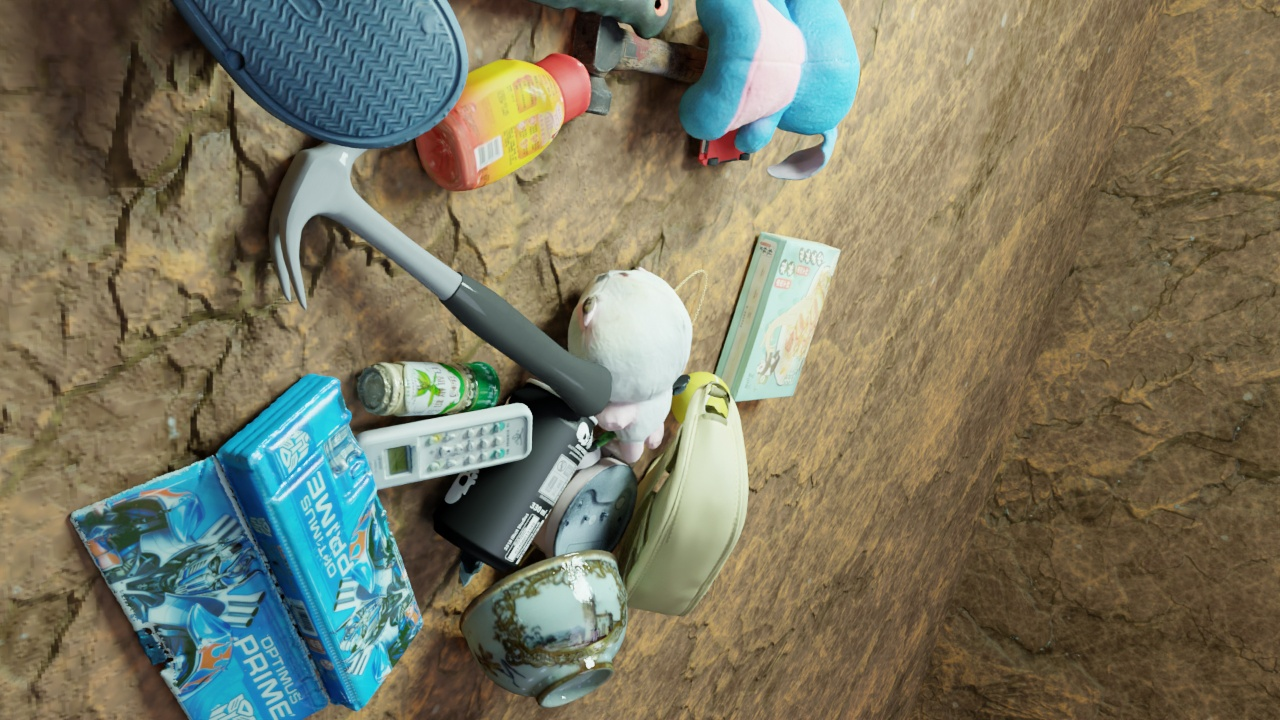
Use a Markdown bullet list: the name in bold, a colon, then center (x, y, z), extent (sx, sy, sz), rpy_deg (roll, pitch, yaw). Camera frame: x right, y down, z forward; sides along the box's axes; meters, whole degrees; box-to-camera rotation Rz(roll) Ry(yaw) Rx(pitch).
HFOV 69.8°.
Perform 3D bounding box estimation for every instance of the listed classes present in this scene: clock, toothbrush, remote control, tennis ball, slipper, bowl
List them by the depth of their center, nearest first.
- **slipper**: center (-0.178, -0.190, 0.437), extent (0.104, 0.059, 0.213), rpy_deg (-44, 115, 1)
- **remote control**: center (-0.147, 0.062, 0.689), extent (0.133, 0.022, 0.050), rpy_deg (-10, 127, -22)
- **bowl**: center (-0.075, 0.255, 0.835), extent (0.159, 0.094, 0.160), rpy_deg (-21, 148, -14)
- **clock**: center (-0.055, 0.124, 0.874), extent (0.116, 0.059, 0.158), rpy_deg (7, 105, -58)
- **toothbrush**: center (0.001, 0.052, 0.891), extent (0.187, 0.014, 0.017), rpy_deg (-33, 142, -51)
- **tennis ball**: center (0.065, 0.045, 0.989), extent (0.065, 0.065, 0.065), rpy_deg (-34, 136, -40)

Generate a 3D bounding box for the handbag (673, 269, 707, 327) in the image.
- **handbag**: center (0.024, -0.016, 0.927), extent (0.177, 0.027, 0.084), rpy_deg (-58, 149, -16)

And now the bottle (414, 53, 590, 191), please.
- **bottle**: center (-0.091, -0.170, 0.634), extent (0.133, 0.048, 0.072), rpy_deg (-39, 140, -35)

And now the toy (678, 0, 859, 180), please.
- **toy**: center (0.117, -0.269, 0.792), extent (0.191, 0.099, 0.224), rpy_deg (-11, 108, -41)

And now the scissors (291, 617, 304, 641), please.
- **scissors**: center (-0.227, 0.183, 0.707), extent (0.126, 0.012, 0.123), rpy_deg (2, 109, -55)

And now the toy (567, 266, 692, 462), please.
- **toy**: center (-0.005, 0.005, 0.817), extent (0.138, 0.101, 0.180), rpy_deg (-45, 137, -53)

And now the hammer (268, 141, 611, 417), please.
- **hammer**: center (-0.119, -0.036, 0.641), extent (0.311, 0.029, 0.125), rpy_deg (41, 76, -43)

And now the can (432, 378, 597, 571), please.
- **can**: center (-0.103, 0.095, 0.763), extent (0.146, 0.080, 0.080), rpy_deg (-58, 147, -11)

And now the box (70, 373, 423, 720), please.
- **box**: center (-0.237, 0.152, 0.615), extent (0.175, 0.060, 0.244), rpy_deg (-36, 133, -36)

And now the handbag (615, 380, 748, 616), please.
- **handbag**: center (0.033, 0.147, 0.917), extent (0.233, 0.088, 0.190), rpy_deg (117, -20, -56)

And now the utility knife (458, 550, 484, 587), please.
- **utility knife**: center (-0.114, 0.121, 0.814), extent (0.174, 0.029, 0.020), rpy_deg (-60, 144, -10)

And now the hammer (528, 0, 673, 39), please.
- **hammer**: center (-0.092, -0.247, 0.574), extent (0.332, 0.033, 0.133), rpy_deg (-9, 116, -47)

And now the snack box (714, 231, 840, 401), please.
- **snack box**: center (0.161, -0.049, 1.086), extent (0.141, 0.044, 0.194), rpy_deg (-2, 113, -54)

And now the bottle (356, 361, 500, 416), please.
- **bottle**: center (-0.155, 0.020, 0.677), extent (0.109, 0.043, 0.043), rpy_deg (2, 109, -54)

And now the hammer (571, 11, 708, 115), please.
- **hammer**: center (0.058, -0.265, 0.806), extent (0.329, 0.033, 0.120), rpy_deg (-12, 119, -53)

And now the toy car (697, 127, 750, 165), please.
- **toy car**: center (0.082, -0.211, 0.881), extent (0.089, 0.025, 0.038), rpy_deg (-21, 127, -47)
